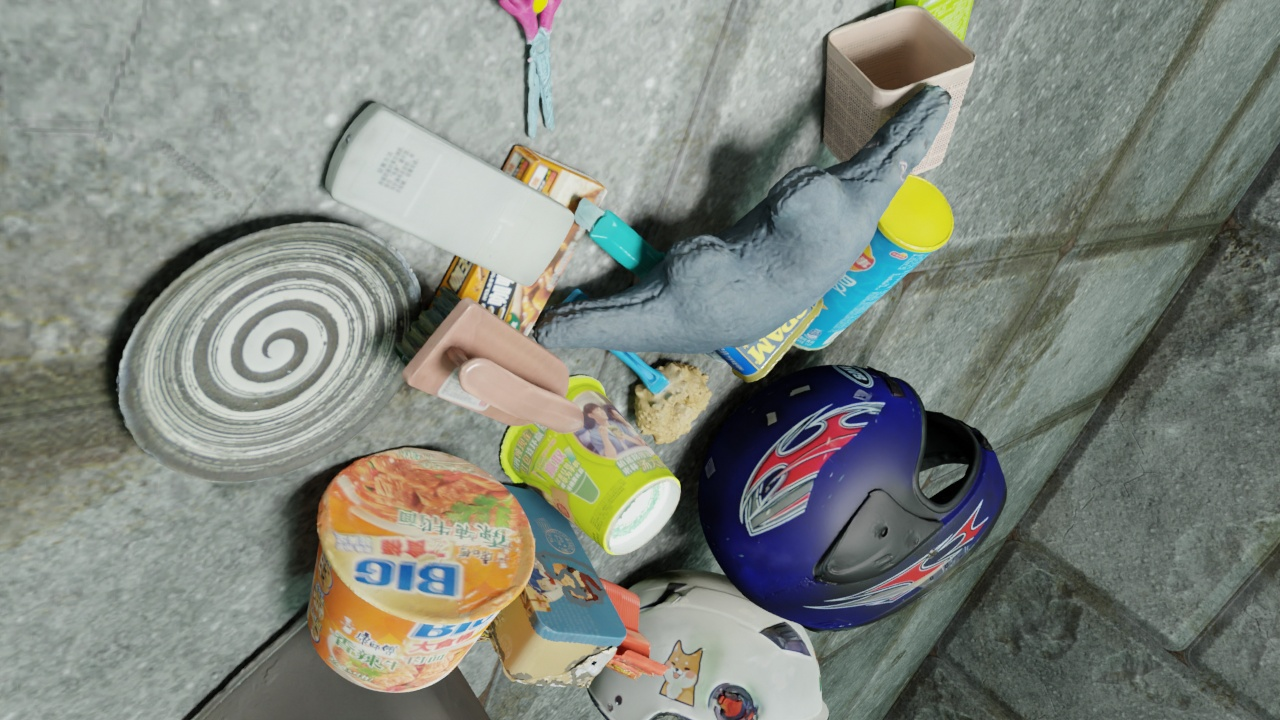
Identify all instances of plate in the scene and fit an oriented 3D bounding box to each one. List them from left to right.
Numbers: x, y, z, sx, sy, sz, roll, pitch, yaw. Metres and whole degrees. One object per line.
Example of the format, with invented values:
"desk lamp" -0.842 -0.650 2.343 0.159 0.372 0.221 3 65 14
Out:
"plate" -0.210 -0.006 0.537 0.179 0.024 0.180 -30 143 -26

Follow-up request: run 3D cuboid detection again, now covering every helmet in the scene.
"helmet" 0.076 0.319 1.042 0.230 0.274 0.157 2 90 -82
"helmet" 0.209 0.121 0.965 0.315 0.247 0.240 -35 115 -3

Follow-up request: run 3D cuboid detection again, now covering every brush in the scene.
"brush" -0.090 0.011 0.603 0.063 0.073 0.145 -51 148 2
"brush" -0.005 0.005 0.790 0.083 0.046 0.254 -45 144 0

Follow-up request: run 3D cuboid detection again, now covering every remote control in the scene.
"remote control" -0.108 -0.094 0.541 0.150 0.021 0.058 24 106 -42

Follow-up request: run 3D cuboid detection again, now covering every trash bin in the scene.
"trash bin" -0.202 0.333 0.717 0.198 0.220 0.199 -43 149 -10

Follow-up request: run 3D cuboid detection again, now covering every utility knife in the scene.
"utility knife" -0.011 -0.087 0.680 0.029 0.013 0.182 -51 159 5

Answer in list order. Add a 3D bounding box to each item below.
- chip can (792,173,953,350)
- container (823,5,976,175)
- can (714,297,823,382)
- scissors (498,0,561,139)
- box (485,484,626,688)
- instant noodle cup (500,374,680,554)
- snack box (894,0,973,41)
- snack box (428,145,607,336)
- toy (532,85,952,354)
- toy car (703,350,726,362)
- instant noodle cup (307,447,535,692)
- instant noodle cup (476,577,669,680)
"chip can" 0.192 -0.081 0.826 0.071 0.071 0.211 -33 170 -25
"container" 0.206 -0.211 0.756 0.090 0.090 0.111 -22 144 -11
"can" 0.096 -0.046 0.807 0.083 0.057 0.102 42 88 -27
"scissors" -0.054 -0.192 0.543 0.073 0.017 0.137 -45 153 -25
"box" -0.088 0.173 0.737 0.089 0.184 0.061 19 115 -41
"instant noodle cup" -0.035 0.092 0.755 0.111 0.123 0.112 -31 144 -26
"snack box" 0.253 -0.290 0.800 0.085 0.026 0.157 -34 145 -23
"snack box" -0.088 -0.064 0.621 0.075 0.026 0.154 10 115 -54
"toy" 0.091 -0.082 0.702 0.356 0.091 0.138 -32 142 -1
"toy car" 0.093 -0.038 0.863 0.043 0.034 0.090 23 104 -53
"instant noodle cup" -0.164 0.154 0.654 0.151 0.151 0.112 -11 139 -45
"instant noodle cup" -0.074 0.236 0.845 0.164 0.189 0.079 49 51 -59
